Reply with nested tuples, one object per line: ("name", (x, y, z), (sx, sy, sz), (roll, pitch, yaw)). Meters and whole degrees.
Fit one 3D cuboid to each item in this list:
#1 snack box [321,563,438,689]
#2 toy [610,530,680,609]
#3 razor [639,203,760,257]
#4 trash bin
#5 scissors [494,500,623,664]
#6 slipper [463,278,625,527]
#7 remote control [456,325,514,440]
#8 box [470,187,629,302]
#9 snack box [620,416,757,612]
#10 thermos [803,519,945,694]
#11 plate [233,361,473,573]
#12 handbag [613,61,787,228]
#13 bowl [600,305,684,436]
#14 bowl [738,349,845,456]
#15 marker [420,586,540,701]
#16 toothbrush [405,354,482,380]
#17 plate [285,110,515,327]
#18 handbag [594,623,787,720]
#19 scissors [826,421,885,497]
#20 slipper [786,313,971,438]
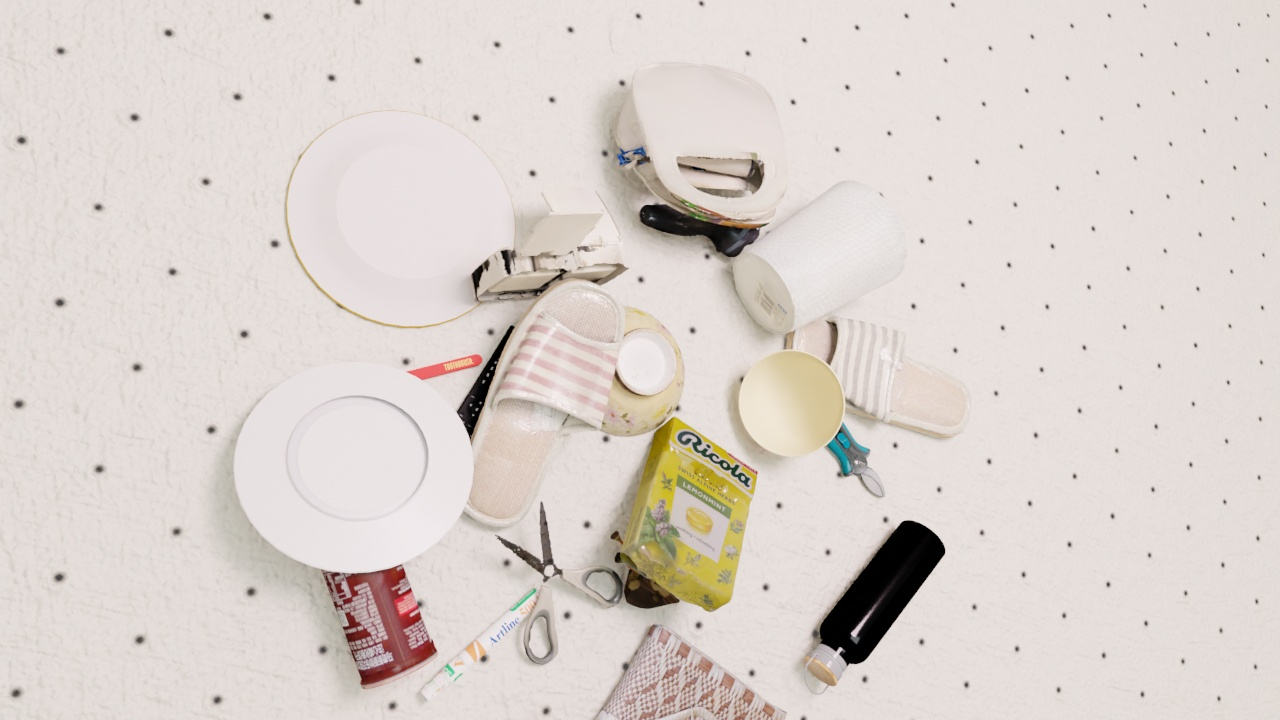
("snack box", (-0.237, 0.224, 0.828), (0.072, 0.072, 0.121), (-20, 88, -26))
("toy", (0.005, 0.211, 0.938), (0.076, 0.062, 0.100), (-43, 118, -7))
("razor", (0.067, -0.153, 1.049), (0.140, 0.053, 0.064), (2, 103, -19))
("trash bin", (0.201, -0.113, 1.059), (0.161, 0.133, 0.133), (-31, 93, -21))
("scissors", (-0.083, 0.223, 0.908), (0.170, 0.013, 0.157), (19, 84, -34))
("slipper", (-0.094, 0.045, 0.898), (0.115, 0.052, 0.263), (27, 89, -17))
("remote control", (-0.154, 0.028, 0.936), (0.030, 0.009, 0.139), (34, 68, -14))
("box", (-0.078, -0.133, 0.901), (0.143, 0.184, 0.099), (-8, 82, -34))
("snack box", (0.054, 0.156, 0.946), (0.121, 0.045, 0.180), (35, 42, -13))
("thermos", (0.258, 0.282, 1.039), (0.230, 0.061, 0.061), (-43, 98, -24))
("plate", (-0.254, 0.088, 0.829), (0.208, 0.015, 0.208), (10, 57, -16))
("handbag", (0.073, -0.227, 1.029), (0.200, 0.093, 0.199), (-1, 63, -24))
("bowl", (-0.006, 0.006, 0.976), (0.145, 0.063, 0.145), (5, 79, -25))
("bowl", (0.178, 0.045, 1.038), (0.074, 0.118, 0.118), (-7, 80, -67))
("marker", (-0.150, 0.272, 0.886), (0.145, 0.017, 0.017), (-39, 96, -25))
("toothbrush", (-0.253, 0.023, 0.889), (0.212, 0.018, 0.012), (-15, 86, -25))
("plate", (-0.235, -0.147, 0.927), (0.229, 0.021, 0.229), (5, 78, -23))
("handbag", (0.057, 0.372, 0.943), (0.186, 0.047, 0.124), (39, 67, -13))
("scissors", (0.241, 0.109, 1.090), (0.139, 0.019, 0.136), (0, 82, -25))
("slipper", (0.299, 0.021, 1.116), (0.272, 0.054, 0.114), (24, 76, -19))
